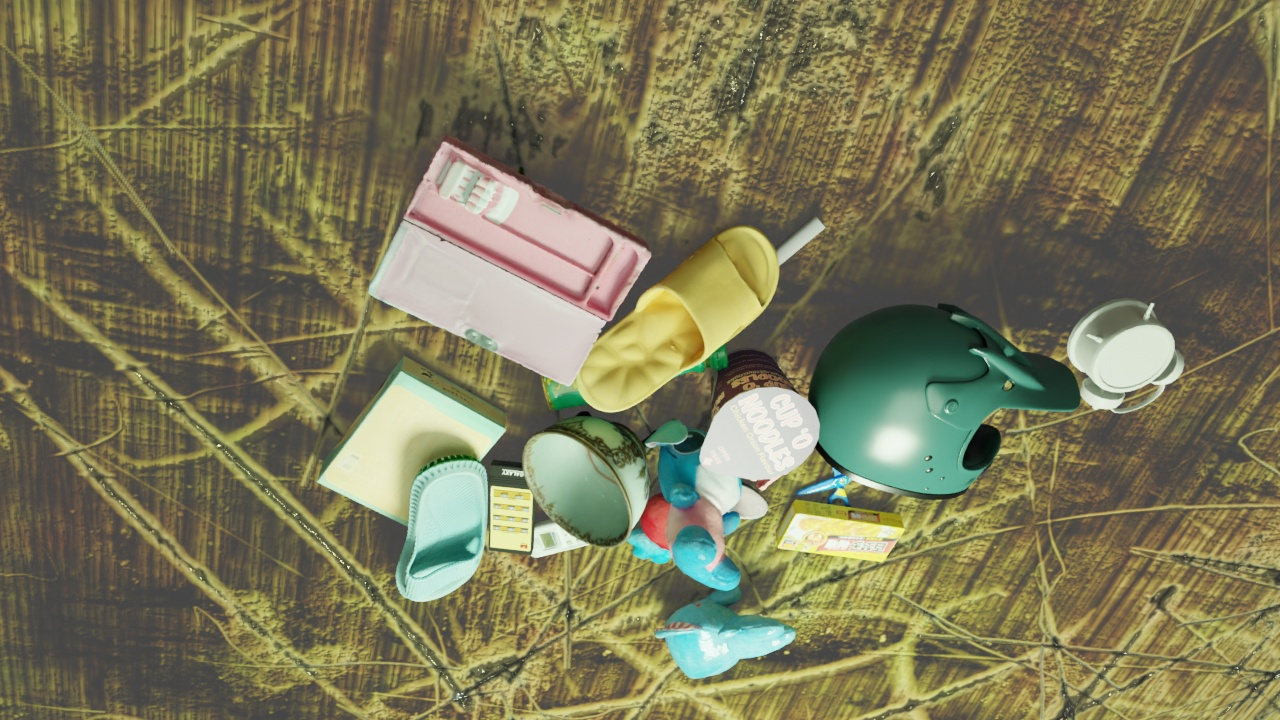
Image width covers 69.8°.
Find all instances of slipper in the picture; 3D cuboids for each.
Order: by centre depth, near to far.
[{"bbox_3d":[0.043,-0.040,0.969,0.263,0.078,0.099,-38,96,-1],"label":"slipper"},{"bbox_3d":[-0.235,0.222,1.117,0.115,0.069,0.277,-11,137,-27],"label":"slipper"}]

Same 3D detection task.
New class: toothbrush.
[{"bbox_3d":[0.126,-0.094,1.021,0.188,0.019,0.018,-40,99,17],"label":"toothbrush"}]

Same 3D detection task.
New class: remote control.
[{"bbox_3d":[-0.159,0.184,1.141,0.058,0.013,0.134,5,118,1],"label":"remote control"},{"bbox_3d":[-0.085,0.218,1.184,0.133,0.022,0.050,-14,121,4],"label":"remote control"}]

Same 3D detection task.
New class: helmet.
[{"bbox_3d":[0.330,0.036,1.025,0.274,0.176,0.201,14,121,-17],"label":"helmet"}]

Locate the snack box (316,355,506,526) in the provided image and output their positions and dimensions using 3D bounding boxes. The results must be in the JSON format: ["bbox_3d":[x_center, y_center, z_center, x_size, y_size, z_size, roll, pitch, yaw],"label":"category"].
[{"bbox_3d":[-0.271,0.104,1.090,0.141,0.044,0.194,32,113,-23],"label":"snack box"}]

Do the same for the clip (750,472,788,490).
[{"bbox_3d":[0.167,0.146,1.165,0.060,0.023,0.045,-13,125,5],"label":"clip"}]

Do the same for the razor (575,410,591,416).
[{"bbox_3d":[-0.113,0.109,1.121,0.144,0.021,0.044,-42,115,16],"label":"razor"}]

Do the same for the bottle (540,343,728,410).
[{"bbox_3d":[-0.006,0.006,1.040,0.210,0.068,0.068,-10,121,1],"label":"bottle"}]

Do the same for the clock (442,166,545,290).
[{"bbox_3d":[-0.143,-0.115,0.963,0.162,0.060,0.118,-40,115,18],"label":"clock"}]

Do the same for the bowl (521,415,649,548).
[{"bbox_3d":[-0.048,0.125,1.064,0.160,0.093,0.160,23,132,28],"label":"bowl"}]

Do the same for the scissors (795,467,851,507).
[{"bbox_3d":[0.262,0.154,1.181,0.126,0.013,0.125,-22,121,5],"label":"scissors"}]

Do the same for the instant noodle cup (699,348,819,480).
[{"bbox_3d":[0.123,0.054,1.047,0.137,0.121,0.122,-27,119,11],"label":"instant noodle cup"}]

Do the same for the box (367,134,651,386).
[{"bbox_3d":[-0.130,-0.094,0.917,0.232,0.040,0.179,28,107,-18],"label":"box"}]

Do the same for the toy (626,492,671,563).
[{"bbox_3d":[0.036,0.219,1.178,0.092,0.062,0.133,29,133,-4],"label":"toy"}]

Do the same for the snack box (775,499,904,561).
[{"bbox_3d":[0.262,0.225,1.208,0.152,0.025,0.075,9,131,-10],"label":"snack box"}]

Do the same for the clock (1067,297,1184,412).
[{"bbox_3d":[0.576,-0.002,1.093,0.120,0.061,0.159,-27,124,11],"label":"clock"}]

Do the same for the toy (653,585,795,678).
[{"bbox_3d":[0.116,0.361,1.239,0.181,0.114,0.183,-22,144,28],"label":"toy"}]

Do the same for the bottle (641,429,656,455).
[{"bbox_3d":[-0.019,0.130,1.133,0.033,0.033,0.123,37,111,-23],"label":"bottle"}]

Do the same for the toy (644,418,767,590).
[{"bbox_3d":[0.078,0.173,1.081,0.099,0.191,0.224,-21,139,24],"label":"toy"}]
